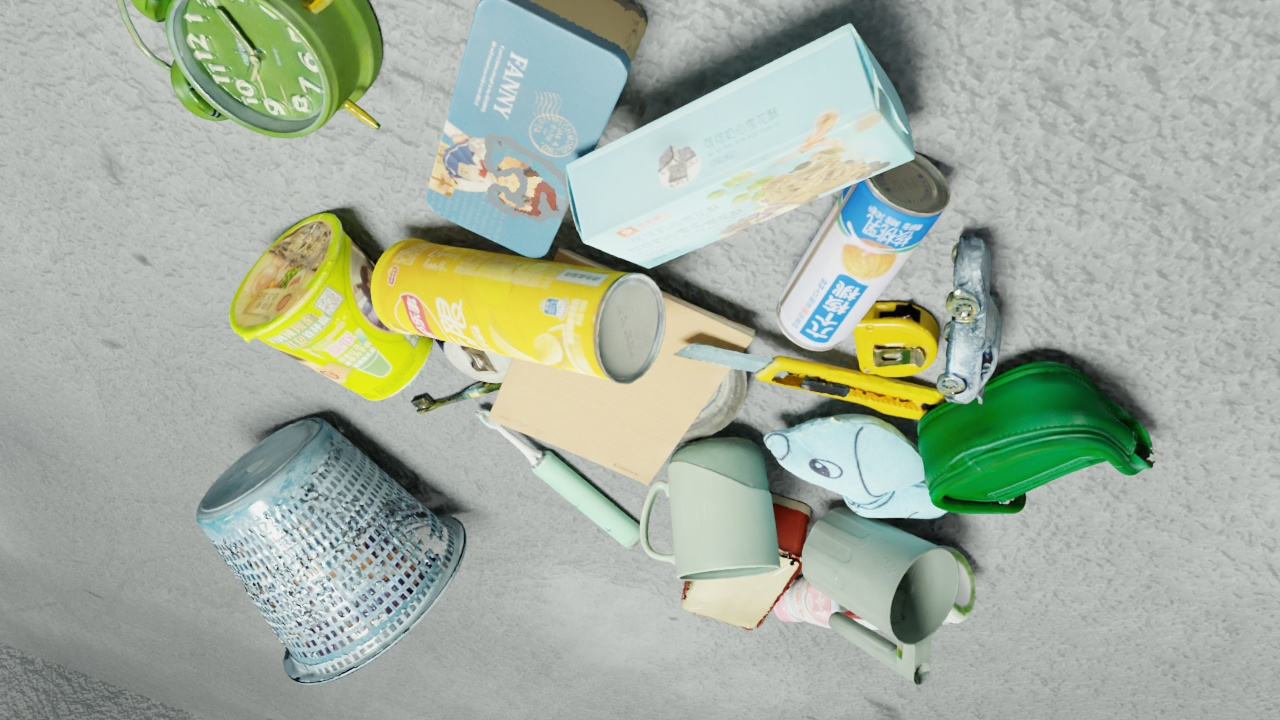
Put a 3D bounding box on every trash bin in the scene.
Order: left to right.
[{"bbox_3d":[-0.323,0.174,0.929,0.227,0.225,0.195,-15,119,35],"label":"trash bin"}]

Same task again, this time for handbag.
[{"bbox_3d":[0.269,0.064,0.637,0.120,0.067,0.132,22,141,-25],"label":"handbag"}]

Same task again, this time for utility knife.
[{"bbox_3d":[0.127,0.016,0.657,0.215,0.015,0.033,12,139,-9],"label":"utility knife"}]

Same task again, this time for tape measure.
[{"bbox_3d":[-0.124,-0.013,0.740,0.066,0.033,0.066,-4,136,29],"label":"tape measure"},{"bbox_3d":[0.173,-0.012,0.624,0.057,0.028,0.060,0,139,21],"label":"tape measure"}]

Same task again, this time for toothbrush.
[{"bbox_3d":[-0.139,0.022,0.807,0.186,0.012,0.017,-16,120,37],"label":"toothbrush"},{"bbox_3d":[-0.075,0.114,0.880,0.224,0.026,0.027,44,157,-29],"label":"toothbrush"}]

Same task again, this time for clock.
[{"bbox_3d":[-0.236,-0.193,0.548,0.161,0.056,0.116,11,140,10],"label":"clock"}]

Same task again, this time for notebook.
[{"bbox_3d":[-0.024,0.014,0.708,0.149,0.012,0.212,23,138,-7],"label":"notebook"}]

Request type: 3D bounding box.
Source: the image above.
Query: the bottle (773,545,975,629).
[{"bbox_3d":[0.210,0.220,0.862,0.068,0.068,0.197,40,140,-25],"label":"bottle"}]

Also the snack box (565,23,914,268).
[{"bbox_3d":[0.051,-0.107,0.493,0.175,0.051,0.074,-20,165,26],"label":"snack box"}]

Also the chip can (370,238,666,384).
[{"bbox_3d":[-0.088,-0.038,0.619,0.214,0.071,0.072,11,145,36],"label":"chip can"}]

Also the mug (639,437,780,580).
[{"bbox_3d":[0.053,0.124,0.757,0.112,0.106,0.082,-10,161,12],"label":"mug"}]

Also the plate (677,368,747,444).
[{"bbox_3d":[-0.004,0.004,0.718,0.179,0.024,0.180,9,138,8],"label":"plate"}]

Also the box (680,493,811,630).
[{"bbox_3d":[0.093,0.196,0.871,0.091,0.076,0.169,17,142,1],"label":"box"}]

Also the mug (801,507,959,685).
[{"bbox_3d":[0.199,0.196,0.775,0.103,0.083,0.124,23,120,53],"label":"mug"}]

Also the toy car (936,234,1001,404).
[{"bbox_3d":[0.207,-0.023,0.575,0.037,0.054,0.121,5,139,21],"label":"toy car"}]

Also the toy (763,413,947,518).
[{"bbox_3d":[0.180,0.084,0.722,0.161,0.049,0.156,3,144,16],"label":"toy"}]

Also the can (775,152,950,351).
[{"bbox_3d":[0.130,-0.063,0.558,0.053,0.053,0.135,21,142,-3],"label":"can"}]

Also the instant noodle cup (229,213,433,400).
[{"bbox_3d":[-0.229,-0.031,0.709,0.112,0.111,0.123,-11,141,32],"label":"instant noodle cup"}]

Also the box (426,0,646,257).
[{"bbox_3d":[-0.062,-0.145,0.532,0.090,0.061,0.185,23,144,-7],"label":"box"}]
